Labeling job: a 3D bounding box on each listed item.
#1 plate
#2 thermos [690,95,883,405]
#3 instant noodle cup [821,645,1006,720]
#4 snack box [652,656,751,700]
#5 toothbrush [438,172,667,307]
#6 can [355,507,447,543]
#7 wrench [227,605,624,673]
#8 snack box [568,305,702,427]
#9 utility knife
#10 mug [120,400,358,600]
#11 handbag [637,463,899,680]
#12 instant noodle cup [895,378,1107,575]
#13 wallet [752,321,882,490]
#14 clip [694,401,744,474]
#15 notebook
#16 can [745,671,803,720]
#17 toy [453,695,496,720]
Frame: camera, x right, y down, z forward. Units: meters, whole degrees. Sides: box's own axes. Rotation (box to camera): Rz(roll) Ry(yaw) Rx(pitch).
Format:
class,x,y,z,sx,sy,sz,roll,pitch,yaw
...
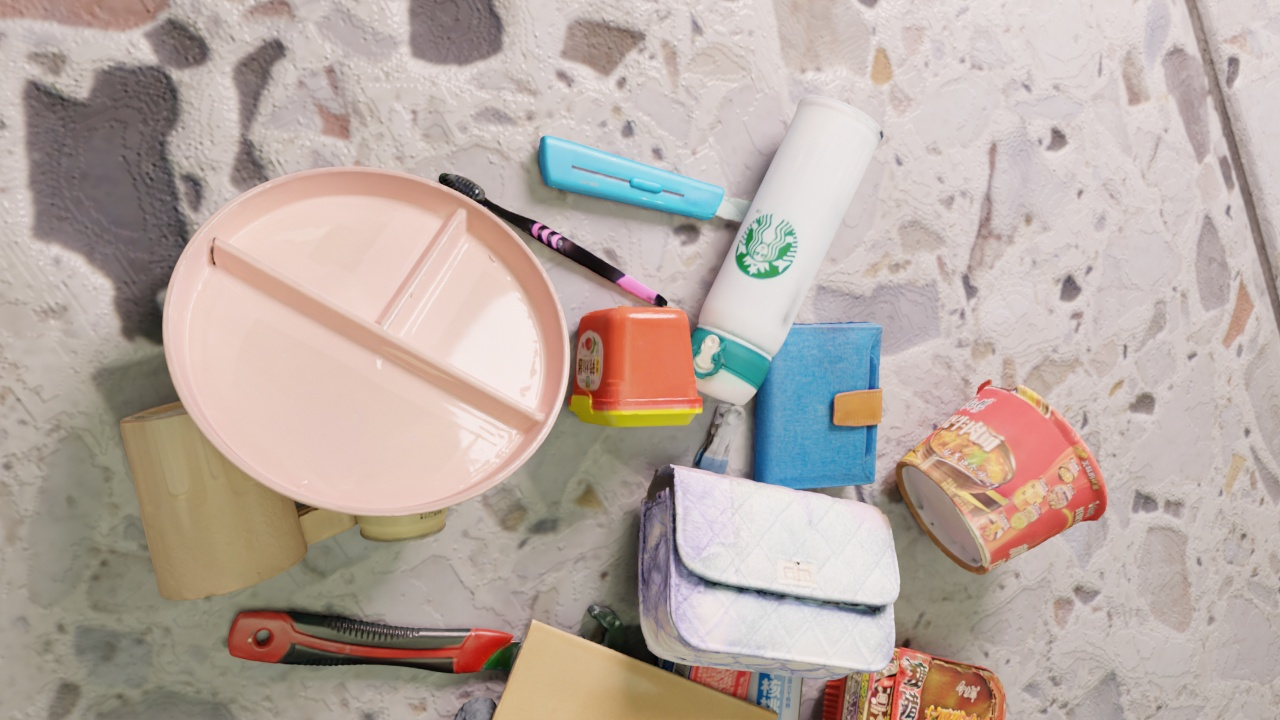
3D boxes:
class,x,y,z,sx,sy,sz,roll,pitch,yaw
plate,-0.154,-0.015,0.544,0.229,0.028,0.229,11,60,-20
thermos,0.097,-0.076,0.664,0.073,0.073,0.224,26,89,-23
instant noodle cup,0.215,0.322,0.751,0.188,0.079,0.164,20,71,-25
snack box,0.033,0.297,0.700,0.058,0.057,0.207,11,92,-26
toothbrush,-0.055,-0.081,0.638,0.189,0.018,0.014,28,79,-25
can,-0.156,0.053,0.589,0.058,0.058,0.116,-5,98,-22
wrench,-0.139,0.196,0.637,0.273,0.016,0.056,8,94,-23
snack box,-0.004,0.004,0.632,0.082,0.091,0.080,0,89,-23
utility knife,0.020,-0.123,0.664,0.198,0.018,0.034,9,92,-25
mug,-0.237,0.071,0.554,0.124,0.084,0.103,-19,103,-45
handbag,0.097,0.155,0.667,0.193,0.076,0.134,14,59,-23
instant noodle cup,0.285,0.101,0.745,0.108,0.138,0.138,-33,108,-8
wallet,0.140,0.036,0.724,0.106,0.040,0.133,-1,98,-18
clip,0.063,0.060,0.704,0.025,0.031,0.057,20,93,-22
notebook,-0.012,0.283,0.632,0.207,0.008,0.147,27,75,-19
can,0.097,0.268,0.712,0.053,0.053,0.134,11,80,-24
toy,-0.162,0.404,0.613,0.138,0.091,0.356,37,82,-20
